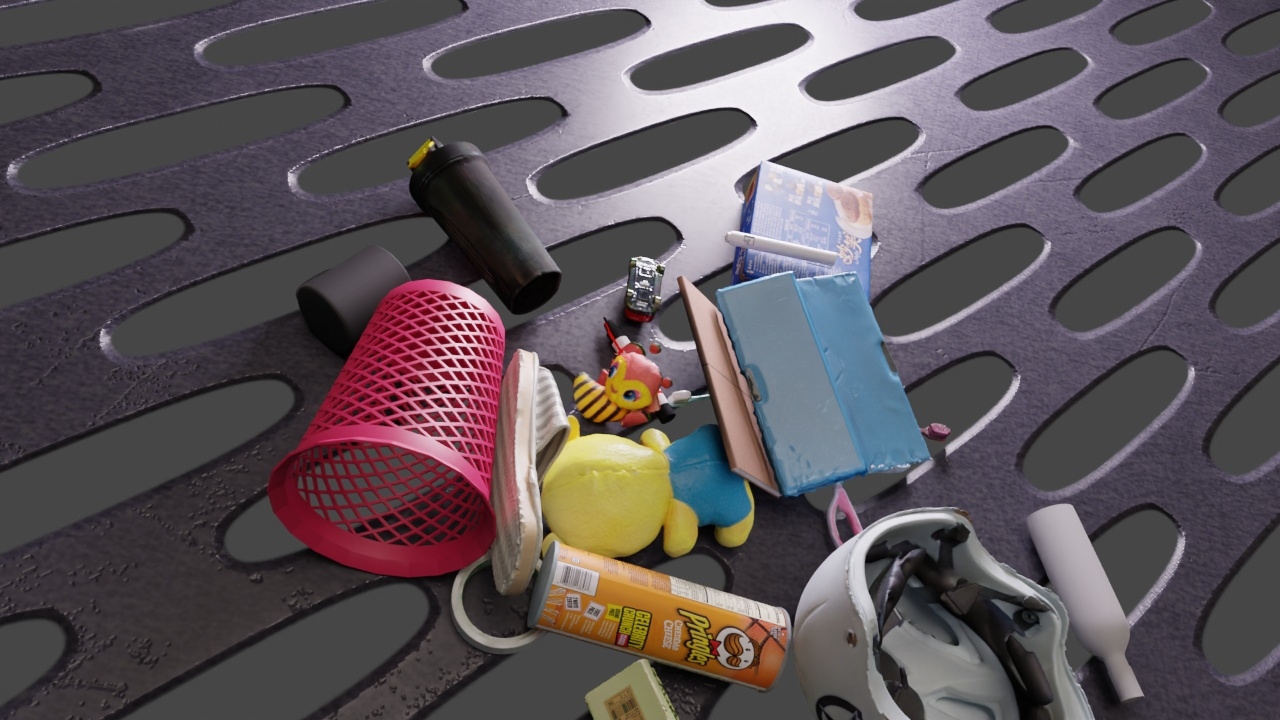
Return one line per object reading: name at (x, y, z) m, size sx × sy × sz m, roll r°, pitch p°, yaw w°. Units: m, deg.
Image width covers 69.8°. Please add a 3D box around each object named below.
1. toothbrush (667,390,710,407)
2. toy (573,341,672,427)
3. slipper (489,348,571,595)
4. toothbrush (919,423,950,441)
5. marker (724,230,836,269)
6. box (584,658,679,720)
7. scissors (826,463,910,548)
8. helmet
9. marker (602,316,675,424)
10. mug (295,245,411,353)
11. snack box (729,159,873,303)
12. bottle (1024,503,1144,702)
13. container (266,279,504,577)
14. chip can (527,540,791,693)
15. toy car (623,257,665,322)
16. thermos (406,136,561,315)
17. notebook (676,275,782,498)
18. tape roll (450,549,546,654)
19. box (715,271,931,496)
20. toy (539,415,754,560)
toothbrush at (0.115, 0.035, 1.014) m, size 0.180 × 0.017 × 0.016 m, roll -5°, pitch 61°, yaw -21°
toy at (-0.018, 0.028, 0.951) m, size 0.103 × 0.046 × 0.084 m, roll -21°, pitch 87°, yaw 7°
slipper at (-0.103, 0.093, 0.825) m, size 0.054 × 0.115 × 0.272 m, roll 19°, pitch 34°, yaw -20°
toothbrush at (0.258, 0.065, 1.032) m, size 0.190 × 0.017 × 0.016 m, roll 12°, pitch 53°, yaw -7°
marker at (0.161, -0.128, 1.060) m, size 0.133 × 0.017 × 0.020 m, roll 11°, pitch 90°, yaw -7°
box at (0.020, 0.342, 0.735) m, size 0.077 × 0.091 × 0.188 m, roll -26°, pitch 66°, yaw -8°
scissors at (0.223, 0.131, 0.967) m, size 0.172 × 0.013 × 0.170 m, roll -3°, pitch 57°, yaw -24°
helmet at (0.242, 0.272, 0.779) m, size 0.264 × 0.164 × 0.235 m, roll 47°, pitch 47°, yaw 7°
marker at (-0.006, 0.006, 0.998) m, size 0.019 × 0.019 × 0.145 m, roll -18°, pitch 61°, yaw -27°
mug at (-0.301, -0.066, 0.939) m, size 0.114 × 0.078 × 0.087 m, roll 19°, pitch 45°, yaw 34°
snack box at (0.200, -0.139, 1.133) m, size 0.155 × 0.069 × 0.202 m, roll 16°, pitch 53°, yaw -4°
bottle at (0.454, 0.245, 0.931) m, size 0.052 × 0.053 × 0.195 m, roll 0°, pitch 54°, yaw -16°
container at (-0.202, 0.047, 0.823) m, size 0.183 × 0.184 × 0.225 m, roll 12°, pitch 44°, yaw -7°
chip can at (0.016, 0.222, 0.793) m, size 0.215 × 0.075 × 0.075 m, roll 19°, pitch 51°, yaw -9°
toy car at (0.003, -0.083, 1.056) m, size 0.042 × 0.036 × 0.091 m, roll 12°, pitch 53°, yaw -7°
thermos at (-0.177, -0.155, 1.024) m, size 0.098 × 0.098 × 0.221 m, roll -26°, pitch 69°, yaw -31°
notebook at (0.093, 0.029, 0.935) m, size 0.008 × 0.141 × 0.209 m, roll -23°, pitch 63°, yaw 18°
tape roll at (-0.120, 0.211, 0.812) m, size 0.093 × 0.018 × 0.093 m, roll 8°, pitch 52°, yaw -11°
box at (0.190, 0.012, 0.951) m, size 0.176 × 0.048 × 0.231 m, roll -13°, pitch 69°, yaw -12°
toy at (0.006, 0.118, 0.877) m, size 0.213 × 0.084 × 0.148 m, roll -1°, pitch 51°, yaw -18°
